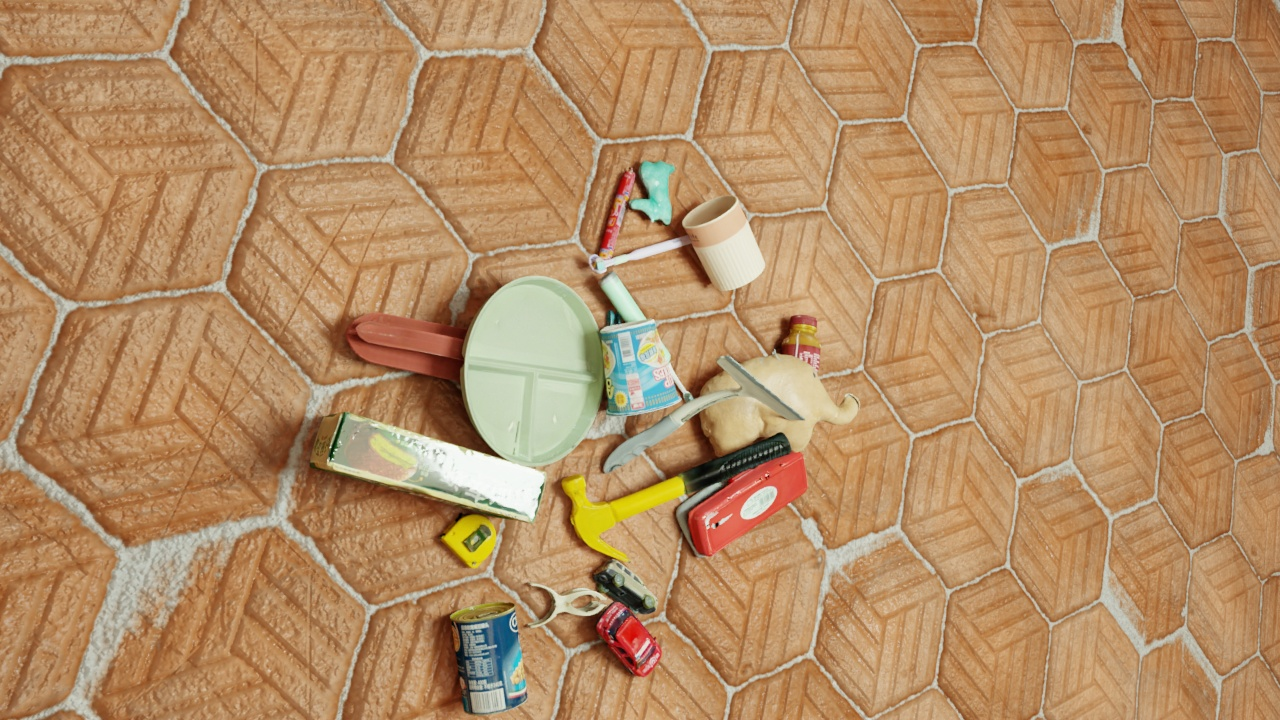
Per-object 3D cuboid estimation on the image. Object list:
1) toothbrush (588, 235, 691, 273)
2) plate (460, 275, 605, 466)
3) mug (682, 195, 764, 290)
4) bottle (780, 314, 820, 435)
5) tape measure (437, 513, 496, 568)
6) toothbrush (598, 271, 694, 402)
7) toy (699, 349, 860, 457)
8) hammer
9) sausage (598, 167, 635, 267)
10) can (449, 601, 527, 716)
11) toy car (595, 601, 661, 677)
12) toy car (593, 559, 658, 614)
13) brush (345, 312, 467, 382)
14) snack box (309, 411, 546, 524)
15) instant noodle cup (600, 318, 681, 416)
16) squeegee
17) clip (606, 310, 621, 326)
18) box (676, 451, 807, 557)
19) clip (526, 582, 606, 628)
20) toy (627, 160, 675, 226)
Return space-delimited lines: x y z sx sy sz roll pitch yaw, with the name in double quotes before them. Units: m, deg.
"toothbrush" 0.008 -0.148 1.233 0.188 0.021 0.029 -21 74 -38
"plate" -0.128 0.013 1.107 0.229 0.028 0.230 -1 91 -50
"mug" 0.117 -0.168 1.272 0.106 0.082 0.114 61 21 -25
"bottle" 0.228 0.022 1.325 0.057 0.058 0.174 13 78 -27
"tape measure" -0.199 0.210 1.082 0.060 0.029 0.057 50 63 -15
"toothbrush" 0.014 -0.023 1.222 0.026 0.027 0.224 -40 112 -13
"toy" 0.191 0.057 1.251 0.226 0.082 0.143 -12 103 -4
"hammer" 0.054 0.160 1.179 0.300 0.033 0.129 -21 102 -11
"sausage" -0.033 -0.189 1.226 0.020 0.020 0.155 22 74 -25
"can" -0.174 0.342 1.054 0.075 0.075 0.111 -7 88 -30
"toy car" -0.011 0.353 1.148 0.052 0.045 0.120 -48 129 -21
"toy car" -0.016 0.290 1.166 0.090 0.042 0.035 42 47 -13
"brush" -0.262 -0.019 1.050 0.145 0.069 0.063 13 77 -27
"snack box" -0.235 0.121 1.023 0.240 0.115 0.063 21 75 -26
"instant noodle cup" -0.007 0.007 1.166 0.099 0.099 0.110 -16 98 -30
"squeegee" 0.052 0.077 1.156 0.246 0.247 0.039 34 33 -54
"clip" -0.035 -0.039 1.211 0.041 0.014 0.056 1 83 -30
"box" 0.140 0.193 1.271 0.200 0.068 0.091 -28 119 -28
"clip" -0.091 0.302 1.130 0.098 0.034 0.064 1 84 -24
"toy" 0.018 -0.229 1.251 0.096 0.030 0.092 -6 86 -42
